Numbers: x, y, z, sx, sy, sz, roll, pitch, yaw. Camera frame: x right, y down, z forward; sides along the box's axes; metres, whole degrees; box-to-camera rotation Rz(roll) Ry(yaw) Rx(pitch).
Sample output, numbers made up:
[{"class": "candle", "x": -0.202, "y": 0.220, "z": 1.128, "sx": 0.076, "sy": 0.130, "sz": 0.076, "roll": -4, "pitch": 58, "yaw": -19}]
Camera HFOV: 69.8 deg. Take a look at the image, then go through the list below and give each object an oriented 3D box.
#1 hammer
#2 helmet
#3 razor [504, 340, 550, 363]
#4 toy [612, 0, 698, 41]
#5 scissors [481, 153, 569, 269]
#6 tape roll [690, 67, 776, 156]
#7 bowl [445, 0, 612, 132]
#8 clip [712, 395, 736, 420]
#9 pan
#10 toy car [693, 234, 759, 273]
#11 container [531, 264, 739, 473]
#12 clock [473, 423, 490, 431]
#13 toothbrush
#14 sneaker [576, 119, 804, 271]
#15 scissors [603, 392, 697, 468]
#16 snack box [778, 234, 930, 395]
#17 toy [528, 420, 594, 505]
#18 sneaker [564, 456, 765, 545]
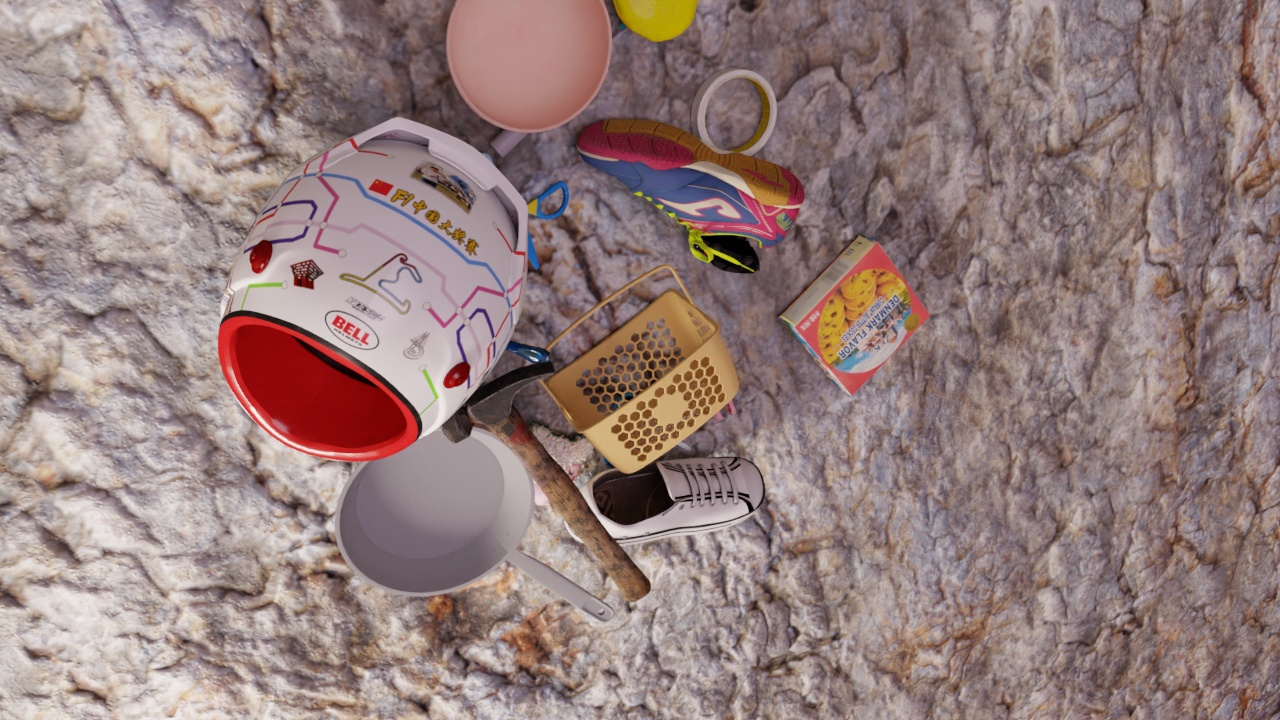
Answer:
[{"class": "hammer", "x": -0.066, "y": 0.142, "z": 0.946, "sx": 0.120, "sy": 0.033, "sz": 0.330, "roll": -29, "pitch": 124, "yaw": 5}, {"class": "helmet", "x": -0.223, "y": -0.062, "z": 0.799, "sx": 0.231, "sy": 0.315, "sz": 0.235, "roll": 33, "pitch": 57, "yaw": -14}, {"class": "razor", "x": -0.156, "y": -0.021, "z": 0.935, "sx": 0.141, "sy": 0.018, "sz": 0.044, "roll": 19, "pitch": 107, "yaw": 6}, {"class": "toy", "x": 0.015, "y": -0.354, "z": 0.875, "sx": 0.095, "sy": 0.041, "sz": 0.094, "roll": 36, "pitch": 84, "yaw": -30}, {"class": "scissors", "x": -0.126, "y": -0.151, "z": 0.912, "sx": 0.125, "sy": 0.014, "sz": 0.130, "roll": -40, "pitch": 109, "yaw": -20}, {"class": "tape roll", "x": 0.099, "y": -0.260, "z": 0.971, "sx": 0.094, "sy": 0.019, "sz": 0.094, "roll": -9, "pitch": 116, "yaw": -20}, {"class": "bowl", "x": -0.108, "y": -0.290, "z": 0.835, "sx": 0.152, "sy": 0.076, "sz": 0.153, "roll": -9, "pitch": 117, "yaw": -19}, {"class": "clip", "x": 0.103, "y": 0.046, "z": 1.111, "sx": 0.045, "sy": 0.023, "sz": 0.060, "roll": -1, "pitch": 114, "yaw": -28}, {"class": "pan", "x": -0.157, "y": 0.192, "z": 0.976, "sx": 0.201, "sy": 0.051, "sz": 0.356, "roll": -48, "pitch": 123, "yaw": 3}, {"class": "toy car", "x": 0.091, "y": -0.122, "z": 1.018, "sx": 0.091, "sy": 0.042, "sz": 0.036, "roll": 16, "pitch": 131, "yaw": -28}, {"class": "container", "x": -0.006, "y": 0.006, "z": 0.981, "sx": 0.183, "sy": 0.129, "sz": 0.167, "roll": -36, "pitch": 122, "yaw": -5}, {"class": "clock", "x": -0.203, "y": 0.143, "z": 0.999, "sx": 0.116, "sy": 0.059, "sz": 0.158, "roll": 15, "pitch": 107, "yaw": -28}, {"class": "toothbrush", "x": -0.073, "y": -0.268, "z": 0.893, "sx": 0.188, "sy": 0.018, "sz": 0.019, "roll": -43, "pitch": 120, "yaw": 0}, {"class": "sneaker", "x": 0.045, "y": -0.171, "z": 0.940, "sx": 0.241, "sy": 0.116, "sz": 0.091, "roll": 15, "pitch": 131, "yaw": -11}, {"class": "scissors", "x": 0.008, "y": 0.092, "z": 1.095, "sx": 0.129, "sy": 0.014, "sz": 0.119, "roll": 26, "pitch": 97, "yaw": -32}, {"class": "snack box", "x": 0.264, "y": -0.054, "z": 1.123, "sx": 0.142, "sy": 0.040, "sz": 0.145, "roll": -46, "pitch": 122, "yaw": 0}, {"class": "toy", "x": -0.107, "y": 0.126, "z": 1.047, "sx": 0.095, "sy": 0.041, "sz": 0.109, "roll": 17, "pitch": 111, "yaw": -30}, {"class": "sneaker", "x": 0.038, "y": 0.149, "z": 1.066, "sx": 0.245, "sy": 0.091, "sz": 0.097, "roll": -4, "pitch": 152, "yaw": -18}]
